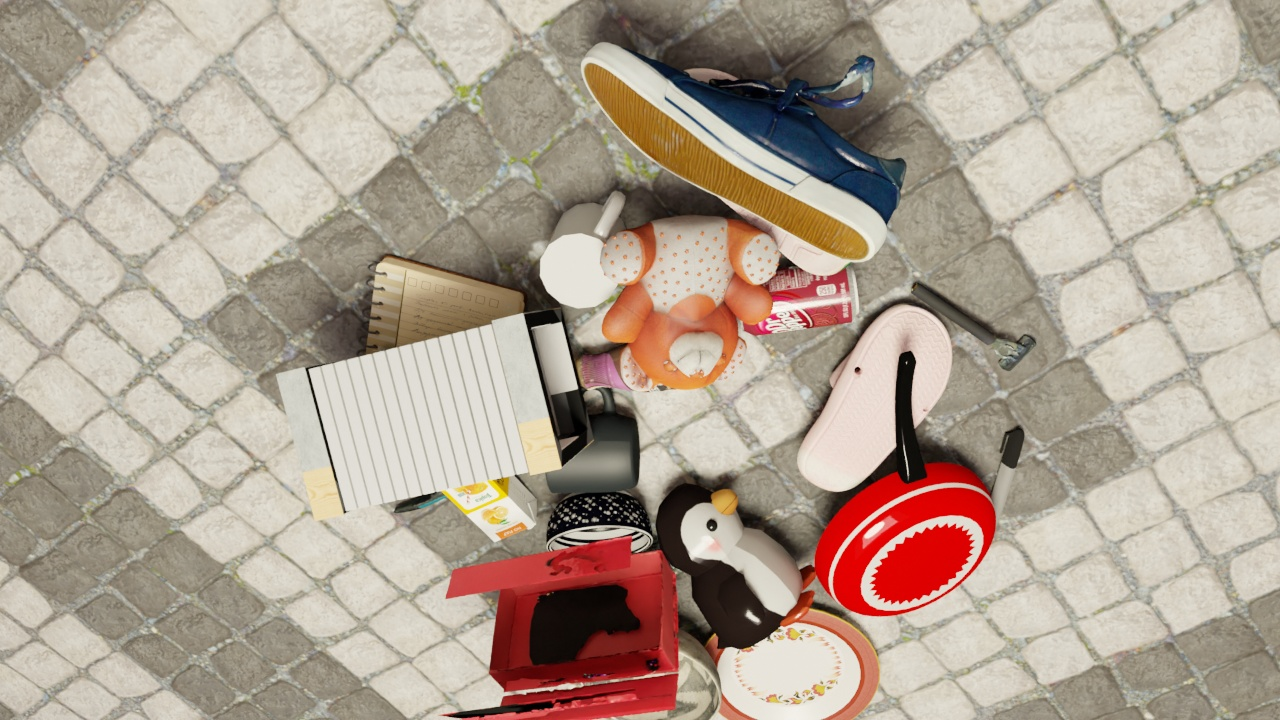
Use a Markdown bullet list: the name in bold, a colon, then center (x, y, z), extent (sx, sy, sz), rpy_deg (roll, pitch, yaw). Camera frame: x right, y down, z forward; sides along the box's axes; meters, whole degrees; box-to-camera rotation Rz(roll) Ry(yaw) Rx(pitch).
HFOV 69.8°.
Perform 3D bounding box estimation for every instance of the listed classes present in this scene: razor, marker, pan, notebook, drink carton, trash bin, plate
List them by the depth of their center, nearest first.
- **trash bin**: center (-0.194, 0.048, 0.904), extent (0.247, 0.142, 0.142), rpy_deg (-13, 93, 10)
- **razor**: center (0.334, -0.036, 0.929), extent (0.144, 0.022, 0.043), rpy_deg (30, 116, -11)
- **pan**: center (0.284, 0.145, 0.965), extent (0.208, 0.067, 0.357), rpy_deg (-16, 130, -8)
- **notebook**: center (-0.228, 0.006, 1.005), extent (0.167, 0.024, 0.226), rpy_deg (15, 119, -4)
- **marker**: center (0.401, 0.133, 1.020), extent (0.022, 0.016, 0.139), rpy_deg (23, 124, 29)
- **drink carton**: center (-0.173, 0.154, 1.055), extent (0.059, 0.040, 0.122), rpy_deg (-25, 127, 15)
- **plate**: center (0.189, 0.397, 1.177), extent (0.230, 0.021, 0.230), rpy_deg (2, 118, 4)

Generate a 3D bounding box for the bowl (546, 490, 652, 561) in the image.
- **bowl**: center (-0.048, 0.179, 1.050), extent (0.120, 0.066, 0.120), rpy_deg (-4, 151, -2)

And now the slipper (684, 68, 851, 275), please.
- **slipper**: center (0.112, -0.178, 0.851), extent (0.239, 0.064, 0.094), rpy_deg (43, 111, -2)

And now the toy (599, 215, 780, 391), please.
- **toy**: center (0.043, -0.046, 0.854), extent (0.163, 0.092, 0.173), rpy_deg (-6, 120, -10)

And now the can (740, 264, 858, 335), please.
- **can**: center (0.155, -0.062, 0.908), extent (0.114, 0.063, 0.063), rpy_deg (-8, 117, 9)

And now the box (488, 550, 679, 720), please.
- **box**: center (-0.073, 0.339, 0.976), extent (0.211, 0.317, 0.121), rpy_deg (-12, 109, 13)

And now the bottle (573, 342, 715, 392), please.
- **bottle**: center (-0.006, 0.006, 0.963), extent (0.166, 0.059, 0.060), rpy_deg (-7, 117, 11)

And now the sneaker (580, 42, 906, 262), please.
- **sneaker**: center (0.095, -0.207, 0.773), extent (0.294, 0.121, 0.127), rpy_deg (29, 77, 3)

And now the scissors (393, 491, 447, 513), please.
- **scissors**: center (-0.243, 0.146, 1.085), extent (0.148, 0.019, 0.123), rpy_deg (21, 118, -8)

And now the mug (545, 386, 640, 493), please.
- **mug**: center (-0.051, 0.084, 1.005), extent (0.094, 0.085, 0.121), rpy_deg (-2, 89, 6)

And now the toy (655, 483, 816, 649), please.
- **toy**: center (0.085, 0.226, 1.034), extent (0.140, 0.158, 0.184), rpy_deg (-42, 90, 17)

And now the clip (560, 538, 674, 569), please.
- **clip**: center (-0.001, 0.281, 1.131), extent (0.174, 0.030, 0.159), rpy_deg (-16, 117, 15)

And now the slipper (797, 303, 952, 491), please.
- **slipper**: center (0.243, 0.043, 0.962), extent (0.107, 0.055, 0.222), rpy_deg (25, 109, -10)

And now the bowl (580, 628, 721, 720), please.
- **bowl**: center (0.019, 0.381, 1.148), extent (0.178, 0.081, 0.179), rpy_deg (8, 127, 11)

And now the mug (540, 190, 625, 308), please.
- **mug**: center (-0.046, -0.114, 0.884), extent (0.073, 0.089, 0.105), rpy_deg (29, 117, -10)
